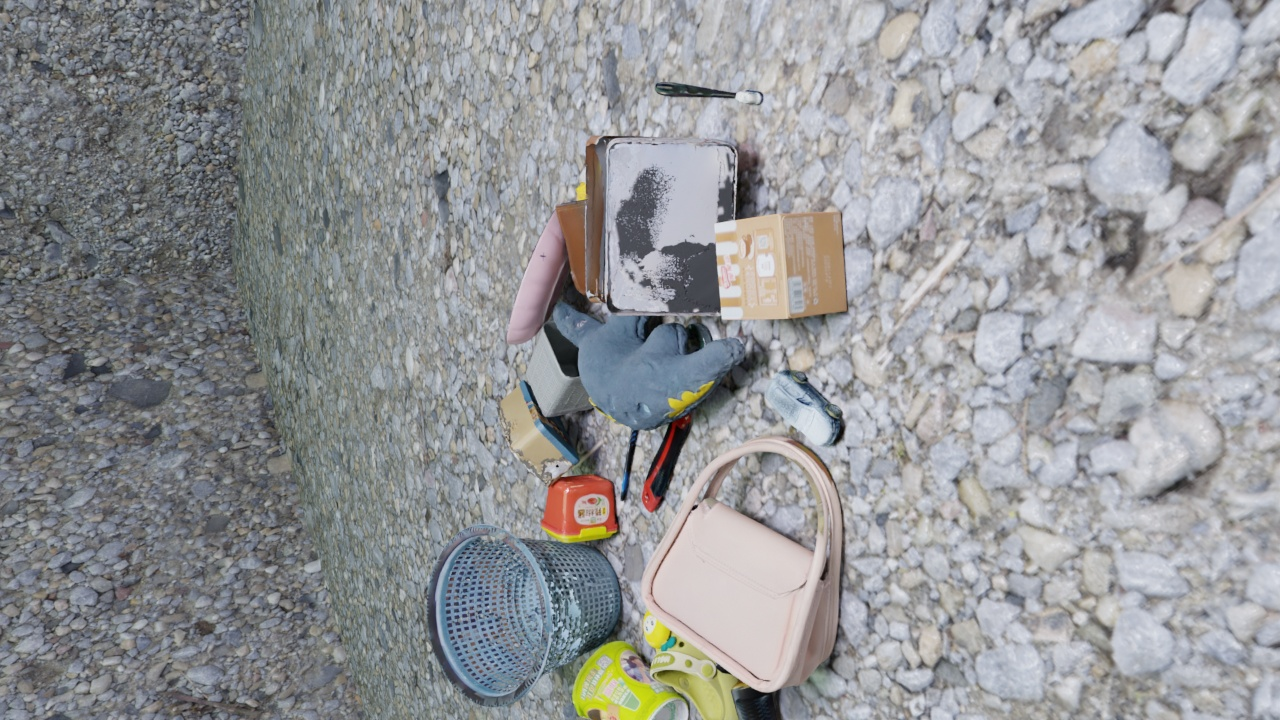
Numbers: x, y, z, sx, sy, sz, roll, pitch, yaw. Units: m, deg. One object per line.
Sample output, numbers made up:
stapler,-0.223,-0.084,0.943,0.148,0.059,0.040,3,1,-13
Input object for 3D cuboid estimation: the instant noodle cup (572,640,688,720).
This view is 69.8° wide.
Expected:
instant noodle cup,-0.007,0.439,1.176,0.123,0.111,0.112,21,115,46

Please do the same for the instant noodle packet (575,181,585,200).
instant noodle packet,-0.034,-0.176,1.117,0.129,0.044,0.111,-7,94,60

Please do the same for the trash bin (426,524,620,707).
trash bin,-0.141,0.327,1.234,0.227,0.194,0.226,-3,85,37

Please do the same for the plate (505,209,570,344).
plate,-0.122,-0.105,1.196,0.192,0.039,0.192,-167,99,-89

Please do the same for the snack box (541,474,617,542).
snack box,-0.083,0.198,1.244,0.082,0.091,0.080,8,98,56

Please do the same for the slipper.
slipper,0.053,0.350,1.079,0.092,0.081,0.190,-52,58,46

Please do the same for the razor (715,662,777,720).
razor,0.129,0.393,1.006,0.067,0.062,0.167,-146,42,-87

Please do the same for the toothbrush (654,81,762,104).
toothbrush,0.065,-0.282,0.966,0.181,0.018,0.016,29,124,53

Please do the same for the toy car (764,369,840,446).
toy car,0.156,0.046,0.888,0.090,0.034,0.043,49,132,38

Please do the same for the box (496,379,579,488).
box,-0.146,0.097,1.273,0.090,0.061,0.184,49,-176,-28

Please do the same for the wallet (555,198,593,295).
wallet,-0.053,-0.134,1.099,0.101,0.032,0.124,5,113,55

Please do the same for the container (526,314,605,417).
container,-0.093,0.011,1.214,0.090,0.090,0.115,65,147,24

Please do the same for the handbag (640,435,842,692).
handbag,0.116,0.190,0.927,0.193,0.093,0.234,24,106,35

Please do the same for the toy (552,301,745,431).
toy,-0.006,0.006,1.047,0.357,0.091,0.138,21,110,53

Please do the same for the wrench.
wrench,0.040,0.077,1.089,0.056,0.016,0.274,51,137,43

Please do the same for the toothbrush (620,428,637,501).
toothbrush,-0.010,0.105,1.177,0.016,0.014,0.190,23,120,26

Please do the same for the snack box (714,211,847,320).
snack box,0.130,-0.087,0.854,0.094,0.076,0.093,3,100,56

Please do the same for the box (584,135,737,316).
box,0.014,-0.148,0.983,0.177,0.153,0.182,-97,8,-74
